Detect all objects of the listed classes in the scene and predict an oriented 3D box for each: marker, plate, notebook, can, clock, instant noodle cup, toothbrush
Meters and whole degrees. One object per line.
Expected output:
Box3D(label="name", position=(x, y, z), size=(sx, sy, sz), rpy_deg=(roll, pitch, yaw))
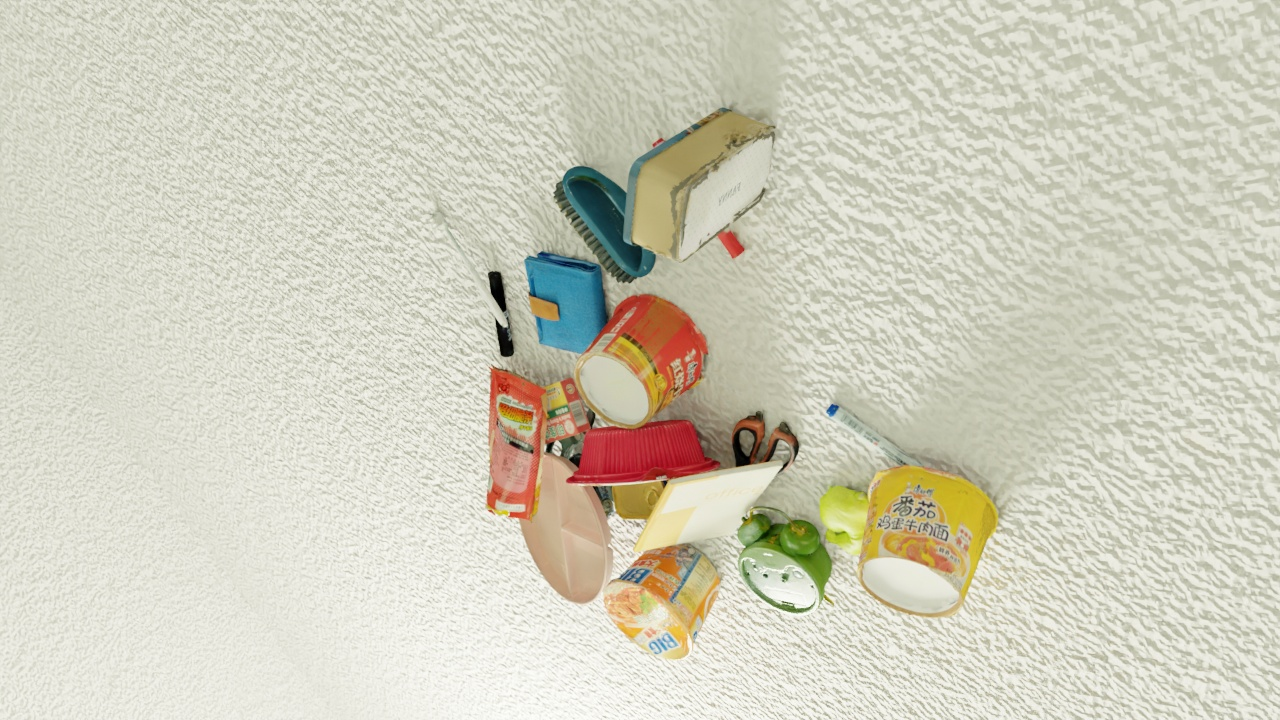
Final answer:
Box3D(label="marker", position=(0.060, -0.168, 0.951), size=(0.145, 0.017, 0.017), rpy_deg=(52, 139, -9))
Box3D(label="plate", position=(-0.110, 0.238, 1.322), size=(0.230, 0.028, 0.230), rpy_deg=(24, 123, 45))
Box3D(label="notebook", position=(0.079, 0.184, 1.137), size=(0.207, 0.145, 0.010), rpy_deg=(111, 146, -54))
Box3D(label="can", position=(0.027, 0.172, 1.199), size=(0.102, 0.083, 0.057), rpy_deg=(-12, 87, 48))
Box3D(label="clock", position=(0.182, 0.251, 1.168), size=(0.116, 0.056, 0.161), rpy_deg=(1, 123, 39))
Box3D(label="instant noodle cup", position=(0.037, 0.336, 1.318), size=(0.151, 0.111, 0.152), rpy_deg=(23, 135, 25))
Box3D(label="toothbrush", position=(-0.227, -0.120, 1.214), size=(0.180, 0.016, 0.016), rpy_deg=(58, 147, -3))
Box3D(label="instant noodle cup", position=(0.001, 0.111, 1.136), size=(0.194, 0.193, 0.066), rpy_deg=(-6, 89, 43))
Box3D(label="instant noodle cup", position=(-0.006, 0.006, 1.082), size=(0.138, 0.108, 0.138), rpy_deg=(23, 135, 25))
Box3D(label="marker", position=(0.265, 0.094, 0.997), size=(0.146, 0.016, 0.017), rpy_deg=(36, 139, 11))
Box3D(label="marker", position=(-0.191, -0.062, 1.249), size=(0.022, 0.020, 0.132), rpy_deg=(34, 141, 39))
Box3D(label="instant noodle cup", position=(0.294, 0.196, 0.967), size=(0.138, 0.109, 0.138), rpy_deg=(20, 143, 16))

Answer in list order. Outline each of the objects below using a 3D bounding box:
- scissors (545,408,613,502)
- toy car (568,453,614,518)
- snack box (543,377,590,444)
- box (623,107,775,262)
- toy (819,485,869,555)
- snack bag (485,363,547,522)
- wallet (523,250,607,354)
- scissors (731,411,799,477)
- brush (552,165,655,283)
Box3D(label="scissors", position=(-0.080, 0.148, 1.298), size=(0.174, 0.019, 0.170), rpy_deg=(54, 137, 16))
Box3D(label="toy car", position=(-0.072, 0.183, 1.341), size=(0.049, 0.031, 0.105), rpy_deg=(-20, 94, 46))
Box3D(label="snack box", position=(-0.137, 0.078, 1.299), size=(0.156, 0.027, 0.077), rpy_deg=(-20, 89, 47))
Box3D(label="box", position=(0.053, -0.160, 0.837), size=(0.063, 0.183, 0.090), rpy_deg=(28, 132, 24))
Box3D(label="toy", position=(0.245, 0.189, 1.082), size=(0.100, 0.031, 0.097), rpy_deg=(48, 137, -9))
Box3D(label="snack bag", position=(-0.178, 0.118, 1.292), size=(0.129, 0.073, 0.208), rpy_deg=(27, 119, 41))
Box3D(label="wallet", position=(-0.090, -0.068, 1.147), size=(0.106, 0.040, 0.133), rpy_deg=(15, 131, 25))
Box3D(label="scissors", position=(0.123, 0.136, 1.154), size=(0.210, 0.015, 0.182), rpy_deg=(-12, 116, 44))
Box3D(label="brush", position=(-0.032, -0.154, 1.010), size=(0.144, 0.055, 0.074), rpy_deg=(52, 140, -7))
